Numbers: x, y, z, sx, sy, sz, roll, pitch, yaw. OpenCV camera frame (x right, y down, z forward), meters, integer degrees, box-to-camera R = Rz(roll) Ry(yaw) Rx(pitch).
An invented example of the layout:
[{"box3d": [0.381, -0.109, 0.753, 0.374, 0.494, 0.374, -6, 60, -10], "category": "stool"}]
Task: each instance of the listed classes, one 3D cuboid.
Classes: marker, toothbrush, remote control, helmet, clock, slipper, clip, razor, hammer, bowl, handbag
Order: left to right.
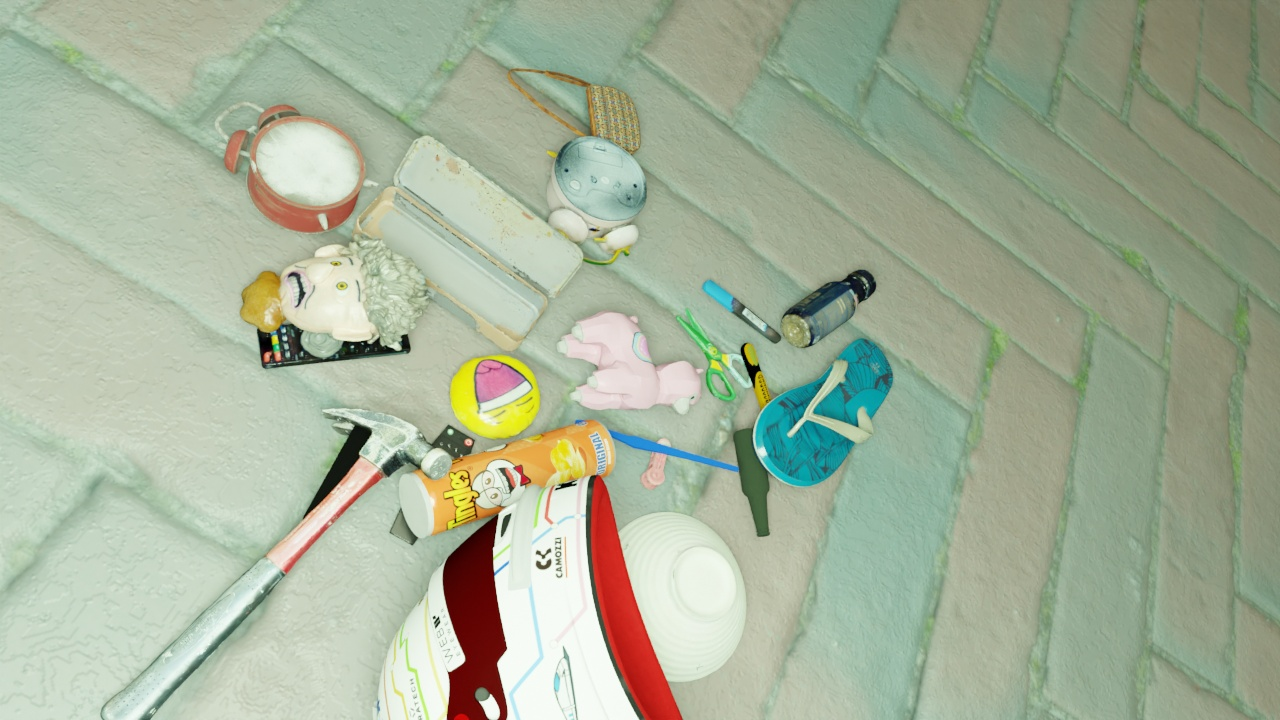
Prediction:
[{"box3d": [-0.316, 0.169, 0.780, 0.140, 0.036, 0.325, 24, 60, 31], "category": "hammer"}, {"box3d": [-0.357, -0.198, 0.933, 0.157, 0.062, 0.109, 40, 56, -6], "category": "clock"}, {"box3d": [-0.301, -0.018, 0.905, 0.140, 0.021, 0.045, -6, 60, -26], "category": "remote control"}, {"box3d": [-0.204, 0.121, 0.898, 0.039, 0.010, 0.124, 32, 57, -11], "category": "remote control"}, {"box3d": [-0.097, 0.272, 0.751, 0.236, 0.231, 0.314, -19, 82, 4], "category": "helmet"}, {"box3d": [-0.084, -0.304, 1.113, 0.195, 0.043, 0.093, 11, 63, -43], "category": "handbag"}, {"box3d": [-0.055, -0.185, 1.087, 0.116, 0.059, 0.157, 6, 65, -24], "category": "clock"}, {"box3d": [0.018, 0.096, 1.000, 0.186, 0.011, 0.016, 16, 59, -6], "category": "toothbrush"}, {"box3d": [0.020, 0.111, 1.004, 0.022, 0.039, 0.059, 21, 55, -11], "category": "clip"}, {"box3d": [0.049, 0.235, 0.943, 0.177, 0.071, 0.177, 11, 63, -23], "category": "bowl"}, {"box3d": [0.127, -0.060, 1.153, 0.123, 0.015, 0.018, 36, 60, -12], "category": "marker"}, {"box3d": [0.151, 0.046, 1.105, 0.044, 0.021, 0.144, -18, 88, -33], "category": "razor"}, {"box3d": [0.244, 0.058, 1.117, 0.293, 0.060, 0.118, -36, 99, -41], "category": "slipper"}]

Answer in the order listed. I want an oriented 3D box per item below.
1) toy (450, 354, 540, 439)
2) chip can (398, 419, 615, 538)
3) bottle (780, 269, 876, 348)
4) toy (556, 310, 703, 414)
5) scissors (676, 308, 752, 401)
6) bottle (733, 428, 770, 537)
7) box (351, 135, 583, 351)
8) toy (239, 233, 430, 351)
[{"box3d": [-0.149, 0.037, 0.947, 0.095, 0.041, 0.094, -25, 77, -31], "category": "toy"}, {"box3d": [-0.126, 0.113, 0.903, 0.209, 0.062, 0.062, -14, 75, -36], "category": "chip can"}, {"box3d": [0.248, -0.071, 1.195, 0.160, 0.056, 0.056, -33, 85, -34], "category": "bottle"}, {"box3d": [-0.006, 0.006, 1.022, 0.157, 0.067, 0.123, -3, 68, -33], "category": "toy"}, {"box3d": [0.093, -0.015, 1.115, 0.077, 0.013, 0.132, -22, 79, -35], "category": "scissors"}, {"box3d": [0.131, 0.140, 1.052, 0.033, 0.033, 0.122, 4, 67, -26], "category": "bottle"}, {"box3d": [-0.180, -0.123, 0.972, 0.217, 0.095, 0.120, 36, 60, -8], "category": "box"}, {"box3d": [-0.296, -0.069, 0.887, 0.175, 0.076, 0.132, -11, 52, -16], "category": "toy"}]
